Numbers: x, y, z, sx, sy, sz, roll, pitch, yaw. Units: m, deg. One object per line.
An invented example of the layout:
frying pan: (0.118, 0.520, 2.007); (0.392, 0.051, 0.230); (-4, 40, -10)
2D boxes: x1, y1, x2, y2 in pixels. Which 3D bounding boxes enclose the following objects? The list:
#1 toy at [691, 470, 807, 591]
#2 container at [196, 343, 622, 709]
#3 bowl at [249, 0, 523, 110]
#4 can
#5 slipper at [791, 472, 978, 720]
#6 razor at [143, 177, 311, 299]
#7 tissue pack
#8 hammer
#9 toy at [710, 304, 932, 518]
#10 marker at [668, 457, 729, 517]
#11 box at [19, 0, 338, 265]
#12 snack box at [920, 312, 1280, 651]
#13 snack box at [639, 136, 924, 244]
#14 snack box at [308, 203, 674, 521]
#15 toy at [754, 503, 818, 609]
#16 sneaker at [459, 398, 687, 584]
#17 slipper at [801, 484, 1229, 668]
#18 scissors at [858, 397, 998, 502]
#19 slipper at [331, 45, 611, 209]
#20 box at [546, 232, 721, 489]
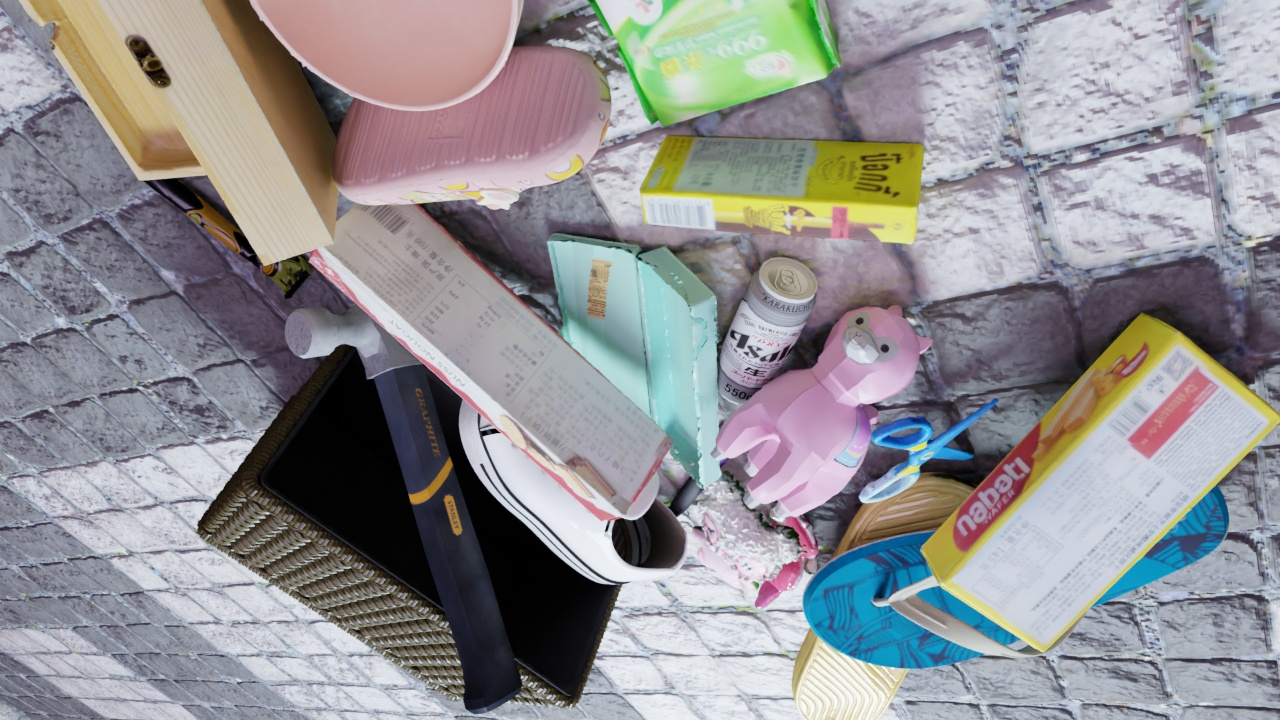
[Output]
toy: (0.076, 0.150, 0.745); (0.095, 0.041, 0.109); (43, 141, 19)
container: (-0.201, 0.153, 0.801); (0.321, 0.176, 0.206); (42, 137, -22)
bowl: (-0.121, -0.212, 0.463); (0.153, 0.076, 0.153); (10, 137, 10)
can: (0.080, -0.017, 0.605); (0.044, 0.043, 0.107); (20, 138, 1)
slipper: (0.193, 0.188, 0.741); (0.099, 0.078, 0.264); (18, 116, 3)
razor: (-0.318, -0.102, 0.696); (0.144, 0.021, 0.044); (41, 134, -17)
tissue pack: (0.037, -0.177, 0.467); (0.114, 0.034, 0.099); (-8, 131, 31)
hammer: (-0.155, 0.106, 0.679); (0.035, 0.139, 0.312); (-20, 86, 36)
toy: (0.125, 0.034, 0.608); (0.158, 0.067, 0.123); (-44, 148, 14)
marker: (0.048, 0.096, 0.754); (0.018, 0.015, 0.134); (36, 138, 6)
box: (-0.280, -0.205, 0.525); (0.253, 0.118, 0.248); (22, 143, 36)
snack box: (0.274, 0.078, 0.558); (0.092, 0.042, 0.201); (33, 106, -13)
snack box: (0.079, -0.097, 0.511); (0.149, 0.061, 0.026); (6, 136, 16)
snack box: (-0.098, -0.004, 0.634); (0.273, 0.076, 0.044); (43, 148, -10)
toy: (0.124, 0.157, 0.763); (0.050, 0.065, 0.103); (-1, 142, -26)
sneaker: (-0.040, 0.096, 0.727); (0.097, 0.091, 0.245); (-11, 126, 37)
slipper: (0.255, 0.158, 0.639); (0.296, 0.060, 0.118); (-28, 105, 22)
scissors: (0.191, 0.062, 0.622); (0.125, 0.013, 0.127); (11, 139, -38)
slipper: (-0.092, -0.130, 0.539); (0.198, 0.093, 0.081); (0, 167, 31)
box: (0.002, -0.001, 0.657); (0.138, 0.055, 0.187); (33, 146, 31)
